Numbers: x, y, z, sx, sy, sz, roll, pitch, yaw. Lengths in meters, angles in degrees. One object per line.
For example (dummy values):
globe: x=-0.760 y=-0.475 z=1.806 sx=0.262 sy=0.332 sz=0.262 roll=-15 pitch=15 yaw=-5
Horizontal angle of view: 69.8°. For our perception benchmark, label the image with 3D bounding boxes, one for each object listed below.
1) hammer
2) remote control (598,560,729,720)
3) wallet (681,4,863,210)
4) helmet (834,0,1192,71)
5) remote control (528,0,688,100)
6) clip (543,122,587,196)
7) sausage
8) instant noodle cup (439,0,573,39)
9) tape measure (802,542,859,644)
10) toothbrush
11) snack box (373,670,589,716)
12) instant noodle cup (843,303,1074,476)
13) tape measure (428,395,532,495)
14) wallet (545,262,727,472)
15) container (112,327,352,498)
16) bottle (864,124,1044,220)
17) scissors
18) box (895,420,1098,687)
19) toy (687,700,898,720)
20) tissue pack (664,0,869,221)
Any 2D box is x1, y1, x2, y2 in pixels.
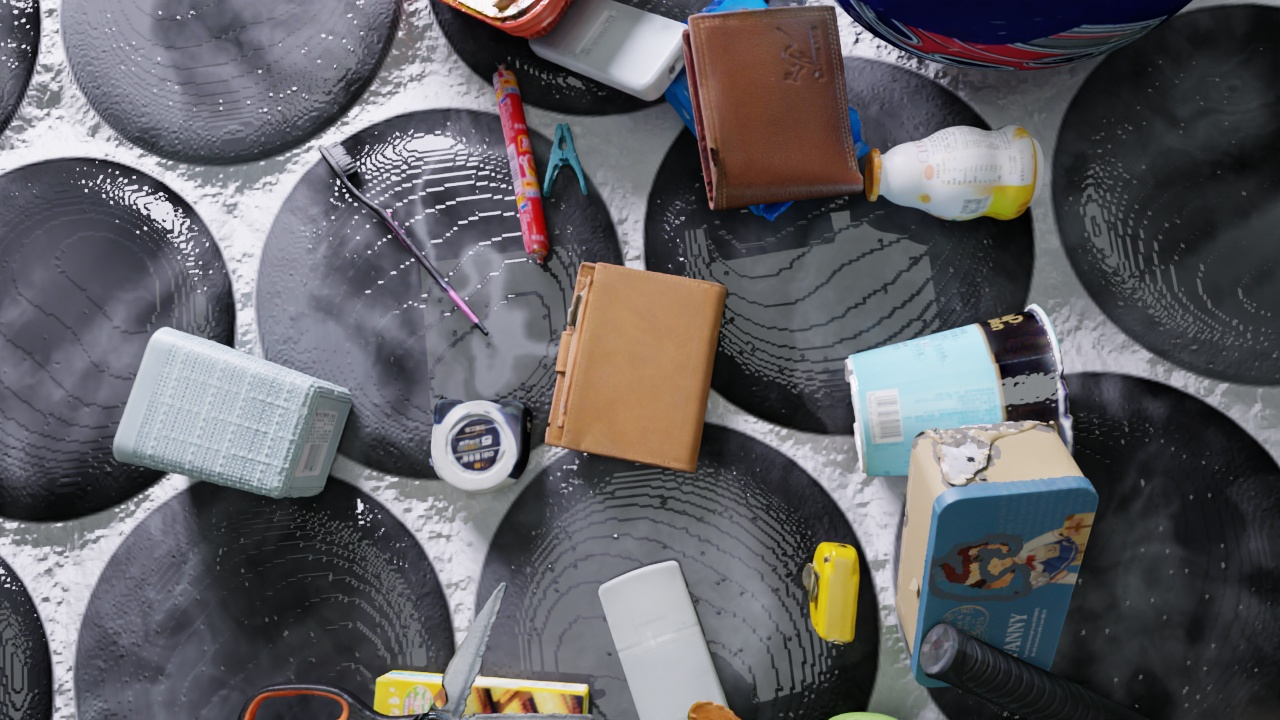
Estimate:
hammer: x=0.298 y=0.225 z=0.539 sx=0.300 sy=0.033 sz=0.128 roll=26 pitch=84 yaw=-10
remote control: x=0.022 y=0.210 z=0.603 sx=0.058 sy=0.021 sz=0.150 roll=-19 pitch=81 yaw=1
wallet: x=0.085 y=-0.161 z=0.586 sx=0.101 sy=0.032 sz=0.124 roll=-9 pitch=91 yaw=-8
helmet: x=0.206 y=-0.304 z=0.547 sx=0.315 sy=0.246 sz=0.241 roll=12 pitch=127 yaw=0
remote control: x=-0.022 y=-0.220 z=0.636 sx=0.136 sy=0.020 sz=0.056 roll=33 pitch=87 yaw=37
clip: x=-0.055 y=-0.144 z=0.660 sx=0.034 sy=0.013 sz=0.054 roll=0 pitch=84 yaw=3
sausage: x=-0.085 y=-0.143 z=0.658 sx=0.020 sy=0.020 sz=0.155 roll=-12 pitch=82 yaw=2
instant noodle cup: x=-0.091 y=-0.306 z=0.639 sx=0.189 sy=0.079 sz=0.164 roll=32 pitch=86 yaw=22
tape measure: x=0.120 y=0.145 z=0.586 sx=0.029 sy=0.057 sz=0.060 roll=6 pitch=87 yaw=2
toothbrush: x=-0.168 y=-0.089 z=0.661 sx=0.017 sy=0.014 sz=0.189 roll=-40 pitch=82 yaw=-15
snack box: x=-0.106 y=0.254 z=0.601 sx=0.140 sy=0.034 sz=0.087 roll=3 pitch=82 yaw=6
instant noodle cup: x=0.194 y=0.028 z=0.581 sx=0.120 sy=0.111 sz=0.111 roll=-8 pitch=82 yaw=11
tape measure: x=-0.109 y=0.059 z=0.627 sx=0.066 sy=0.033 sz=0.066 roll=4 pitch=80 yaw=6
wallet: x=-0.004 y=0.004 z=0.628 sx=0.108 sy=0.031 sz=0.131 roll=10 pitch=82 yaw=2
container: x=-0.265 y=0.039 z=0.613 sx=0.111 sy=0.090 sz=0.090 roll=15 pitch=84 yaw=3
bottle: x=0.207 y=-0.125 z=0.614 sx=0.108 sy=0.063 sz=0.063 roll=0 pitch=82 yaw=3
scissors: x=-0.147 y=0.247 z=0.580 sx=0.221 sy=0.022 sz=0.234 roll=13 pitch=83 yaw=2
box: x=0.201 y=0.122 z=0.542 sx=0.090 sy=0.061 sz=0.184 roll=-7 pitch=125 yaw=4
toy: x=0.083 y=0.299 z=0.552 sx=0.246 sy=0.090 sz=0.227 roll=-32 pitch=107 yaw=-8
tissue pack: x=0.077 y=-0.180 z=0.636 sx=0.095 sy=0.052 sz=0.157 roll=-35 pitch=82 yaw=-3
